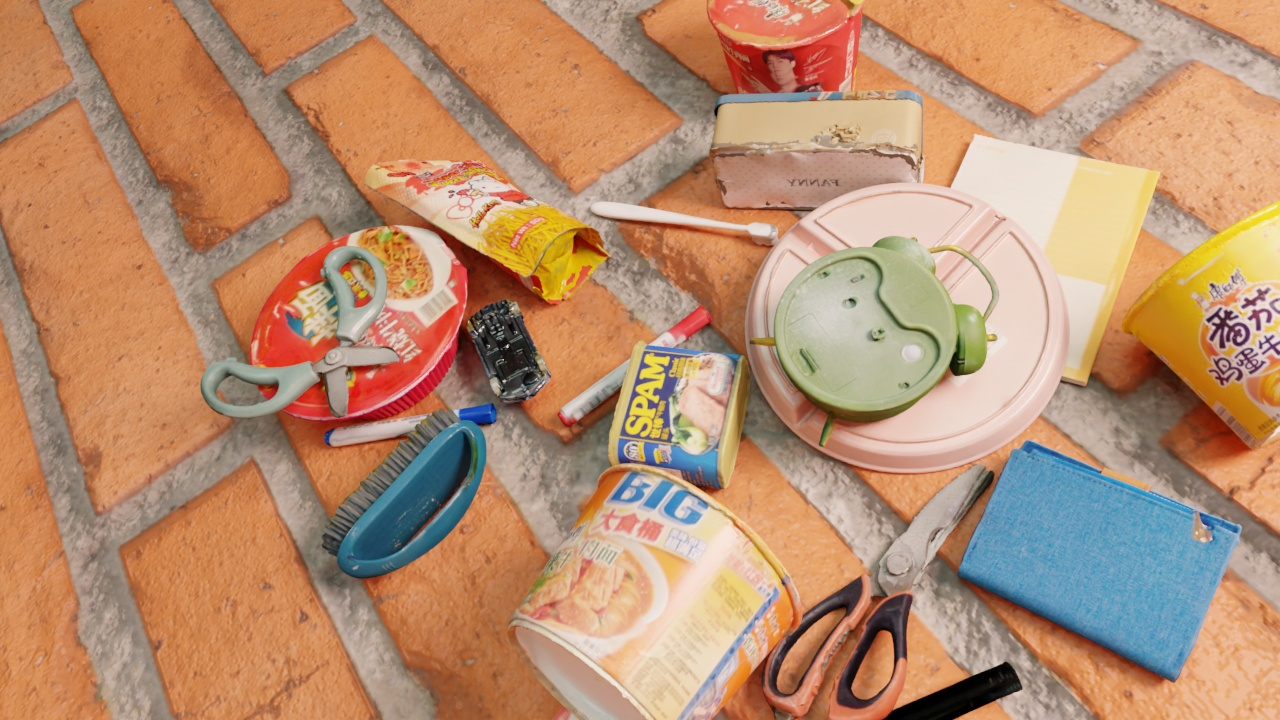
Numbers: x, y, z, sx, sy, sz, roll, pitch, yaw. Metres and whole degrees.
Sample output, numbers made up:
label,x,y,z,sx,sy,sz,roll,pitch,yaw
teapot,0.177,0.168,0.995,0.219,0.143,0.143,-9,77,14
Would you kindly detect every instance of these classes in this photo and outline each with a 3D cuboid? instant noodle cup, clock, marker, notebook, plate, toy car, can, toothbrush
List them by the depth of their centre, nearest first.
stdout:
label,x,y,z,sx,sy,sz,roll,pitch,yaw
instant noodle cup,0.002,0.152,0.537,0.151,0.151,0.111,26,56,28
marker,0.162,0.213,0.543,0.132,0.022,0.020,-23,97,0
instant noodle cup,0.394,-0.019,0.566,0.138,0.138,0.109,-26,63,-2
clock,0.165,-0.022,0.620,0.161,0.056,0.116,-31,67,0
plate,0.190,-0.032,0.665,0.230,0.028,0.229,-4,68,10
can,0.030,0.040,0.671,0.083,0.057,0.101,6,60,16
notebook,0.295,-0.085,0.705,0.146,0.010,0.205,20,65,25
marker,-0.004,0.004,0.727,0.145,0.017,0.017,-36,56,-9
marker,-0.188,0.053,0.747,0.146,0.017,0.016,-9,56,9
toy car,-0.108,-0.006,0.753,0.049,0.031,0.105,-28,54,-2
instant noodle cup,-0.225,-0.021,0.776,0.194,0.066,0.193,-8,57,12
toothbrush,0.035,-0.121,0.800,0.180,0.016,0.016,13,60,25
instant noodle cup,0.134,-0.282,0.818,0.138,0.109,0.137,-7,56,11

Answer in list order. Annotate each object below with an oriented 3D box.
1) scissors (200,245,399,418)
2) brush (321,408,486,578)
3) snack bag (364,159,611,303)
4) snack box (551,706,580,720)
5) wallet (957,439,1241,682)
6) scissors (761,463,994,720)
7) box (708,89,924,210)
label,x,y,z,sx,sy,sz,roll,pitch,yaw
scissors,-0.272,-0.019,0.737,0.170,0.019,0.174,-13,57,6
brush,-0.166,0.104,0.684,0.073,0.055,0.143,30,70,30
snack bag,-0.132,-0.130,0.810,0.208,0.073,0.128,35,36,28
snack box,0.004,0.267,0.548,0.156,0.027,0.077,35,72,31
wallet,0.278,0.117,0.564,0.133,0.040,0.106,24,76,27
scissors,0.169,0.148,0.577,0.209,0.015,0.182,-22,38,9
box,0.139,-0.171,0.757,0.184,0.090,0.063,7,66,18
